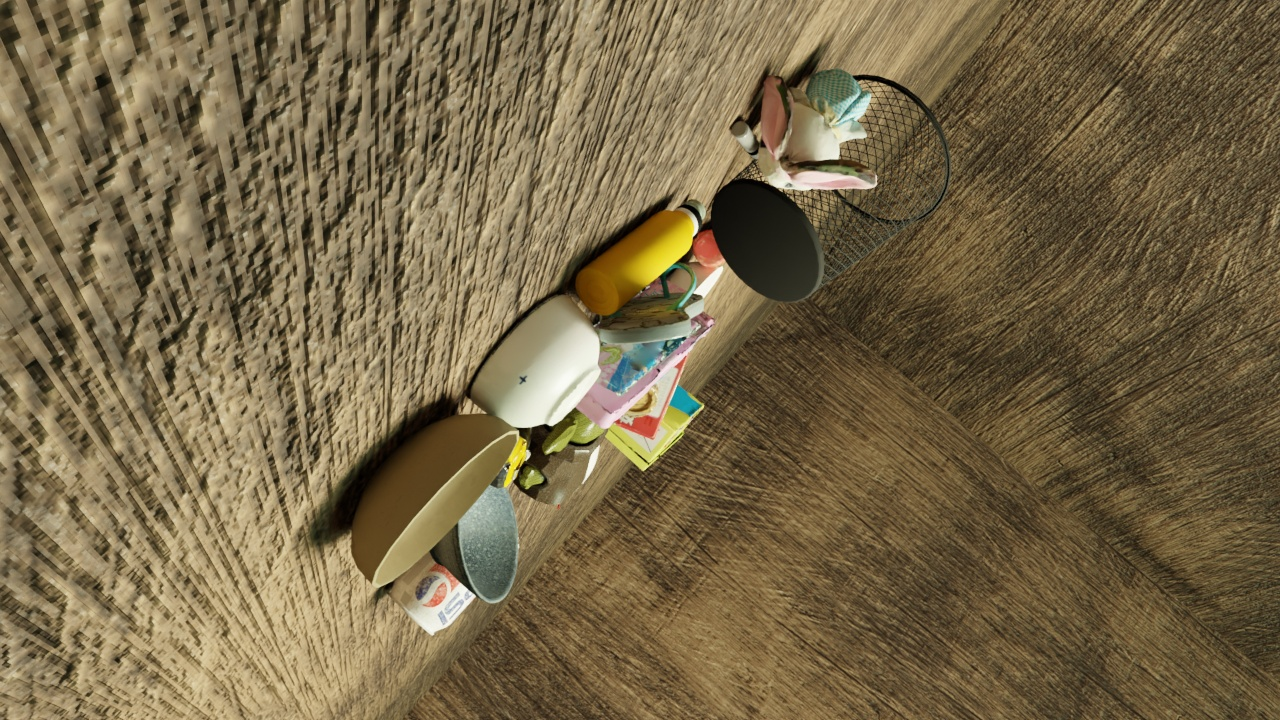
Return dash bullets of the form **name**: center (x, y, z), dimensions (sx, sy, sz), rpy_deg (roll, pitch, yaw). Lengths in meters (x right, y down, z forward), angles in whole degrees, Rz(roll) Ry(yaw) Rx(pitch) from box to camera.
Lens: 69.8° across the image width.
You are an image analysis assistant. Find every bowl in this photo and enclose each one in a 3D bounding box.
- **bowl**: center (-0.175, 0.175, 0.916), dimensions (0.057, 0.137, 0.137), rpy_deg (-10, -177, 15)
- **bowl**: center (-0.160, 0.093, 0.682), dimensions (0.152, 0.050, 0.152), rpy_deg (-48, 173, -8)
- **bowl**: center (-0.074, 0.009, 0.724), dimensions (0.113, 0.063, 0.113), rpy_deg (-48, 173, -8)
- **bowl**: center (0.046, -0.080, 1.080), dimensions (0.110, 0.040, 0.110), rpy_deg (-48, 173, -8)

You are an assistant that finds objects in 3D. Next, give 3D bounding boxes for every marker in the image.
- **marker**: center (0.102, -0.206, 0.864), dimensions (0.016, 0.016, 0.140), rpy_deg (-51, 173, 12)

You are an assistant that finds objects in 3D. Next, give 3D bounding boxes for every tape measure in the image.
- **tape measure**: center (-0.131, 0.094, 0.896), dimensions (0.064, 0.037, 0.066), rpy_deg (-57, 174, -45)

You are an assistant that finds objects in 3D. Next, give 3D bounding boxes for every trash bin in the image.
- **trash bin**: center (0.197, -0.179, 0.996), dimensions (0.209, 0.184, 0.184), rpy_deg (-39, 169, -28)

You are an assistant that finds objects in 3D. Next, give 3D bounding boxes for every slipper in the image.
- **slipper**: center (0.003, -0.055, 0.815), dimensions (0.098, 0.055, 0.268), rpy_deg (-7, -171, 7)

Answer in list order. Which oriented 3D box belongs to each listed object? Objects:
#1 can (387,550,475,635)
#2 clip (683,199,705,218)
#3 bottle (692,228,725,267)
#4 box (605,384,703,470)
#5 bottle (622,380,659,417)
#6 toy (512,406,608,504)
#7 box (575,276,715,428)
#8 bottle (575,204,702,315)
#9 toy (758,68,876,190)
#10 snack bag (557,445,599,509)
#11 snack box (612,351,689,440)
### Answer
- **can**: center (-0.203, 0.225, 1.003), dimensions (0.136, 0.078, 0.078), rpy_deg (-47, 173, -18)
- **clip**: center (0.038, -0.124, 0.879), dimensions (0.059, 0.023, 0.076), rpy_deg (-44, 173, -47)
- **bottle**: center (0.094, -0.137, 1.073), dimensions (0.044, 0.044, 0.108), rpy_deg (-52, 174, 23)
- **box**: center (0.012, 0.078, 1.392), dimensions (0.081, 0.124, 0.220), rpy_deg (-51, 175, 14)
- **bottle**: center (-0.006, 0.006, 0.985), dimensions (0.056, 0.056, 0.105), rpy_deg (-55, -161, 38)
- **toy**: center (-0.085, 0.086, 0.999), dimensions (0.178, 0.078, 0.153), rpy_deg (-46, 166, -55)
- **box**: center (-0.001, -0.021, 0.923), dimensions (0.229, 0.084, 0.053), rpy_deg (-40, 170, -52)
- **bottle**: center (0.004, -0.090, 0.765), dimensions (0.143, 0.043, 0.043), rpy_deg (-43, 171, -42)
- **toy**: center (0.153, -0.218, 0.864), dimensions (0.106, 0.131, 0.204), rpy_deg (-38, -166, 35)
- **snack bag**: center (-0.075, 0.105, 1.187), dimensions (0.144, 0.039, 0.130), rpy_deg (122, -19, -50)
- **snack box**: center (0.010, 0.033, 1.160), dimensions (0.236, 0.060, 0.113), rpy_deg (84, 28, -89)
